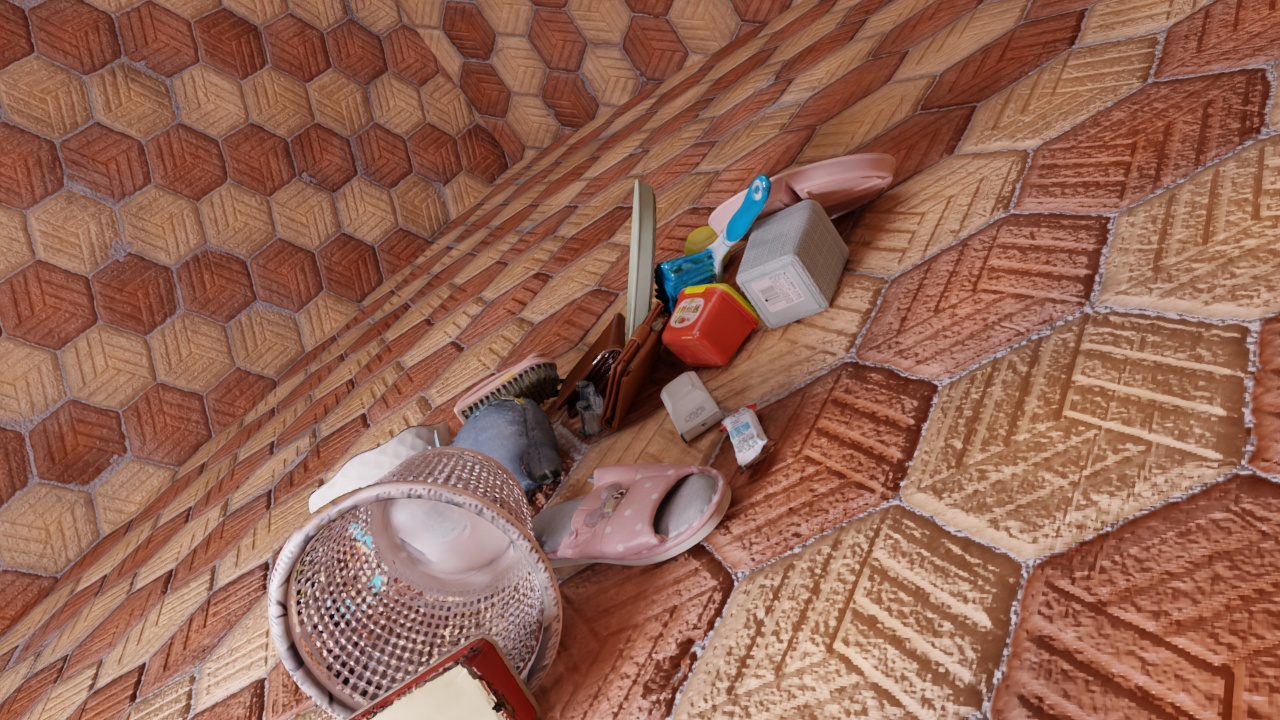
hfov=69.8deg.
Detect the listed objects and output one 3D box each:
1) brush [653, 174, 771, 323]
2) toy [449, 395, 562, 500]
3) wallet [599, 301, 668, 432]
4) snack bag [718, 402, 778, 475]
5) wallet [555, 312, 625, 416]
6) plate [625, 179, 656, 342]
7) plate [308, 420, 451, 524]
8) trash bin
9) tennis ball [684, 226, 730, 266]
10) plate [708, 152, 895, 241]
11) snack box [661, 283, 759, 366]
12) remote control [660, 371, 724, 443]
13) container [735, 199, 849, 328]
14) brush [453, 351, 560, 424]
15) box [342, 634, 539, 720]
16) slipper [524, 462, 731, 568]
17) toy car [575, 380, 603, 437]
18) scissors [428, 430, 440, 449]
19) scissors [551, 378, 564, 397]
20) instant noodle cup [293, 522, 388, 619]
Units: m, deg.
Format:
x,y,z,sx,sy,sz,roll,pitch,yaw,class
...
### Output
x,y,z,sx,sy,sz,roll,pitch,yaw,class
0.078,-0.123,1.070,0.109,0.060,0.315,-21,-14,-7,brush
-0.165,0.110,1.086,0.357,0.091,0.137,-13,48,57,toy
-0.006,0.006,1.068,0.108,0.031,0.131,103,-167,-44,wallet
0.099,0.069,0.843,0.048,0.026,0.104,-41,21,6,snack bag
-0.061,0.005,1.188,0.125,0.032,0.101,-49,15,21,wallet
0.000,-0.117,1.185,0.027,0.230,0.230,2,24,-3,plate
-0.334,0.156,1.209,0.204,0.045,0.205,-34,-12,-8,plate
-0.178,0.176,0.799,0.227,0.227,0.192,-34,14,7,trash bin
0.093,-0.154,1.277,0.065,0.065,0.065,-31,21,13,tennis ball
0.194,-0.189,1.099,0.229,0.028,0.229,-16,-6,-2,plate
0.077,-0.037,1.044,0.091,0.082,0.080,-1,54,59,snack box
0.052,0.046,0.972,0.049,0.024,0.125,-36,21,3,remote control
0.168,-0.104,1.022,0.090,0.090,0.111,-21,28,36,container
-0.174,0.042,1.216,0.145,0.063,0.073,-36,44,-11,brush
-0.167,0.289,0.683,0.168,0.091,0.076,-34,-1,8,box
-0.031,0.142,0.853,0.275,0.054,0.113,-19,27,44,slipper
-0.061,0.057,1.106,0.034,0.043,0.090,-8,25,-3,toy car
-0.231,0.138,1.099,0.017,0.137,0.094,-2,-28,-32,scissors
-0.170,0.061,1.261,0.162,0.012,0.175,-25,35,0,scissors
-0.368,0.247,1.113,0.111,0.111,0.121,-44,13,-21,instant noodle cup
